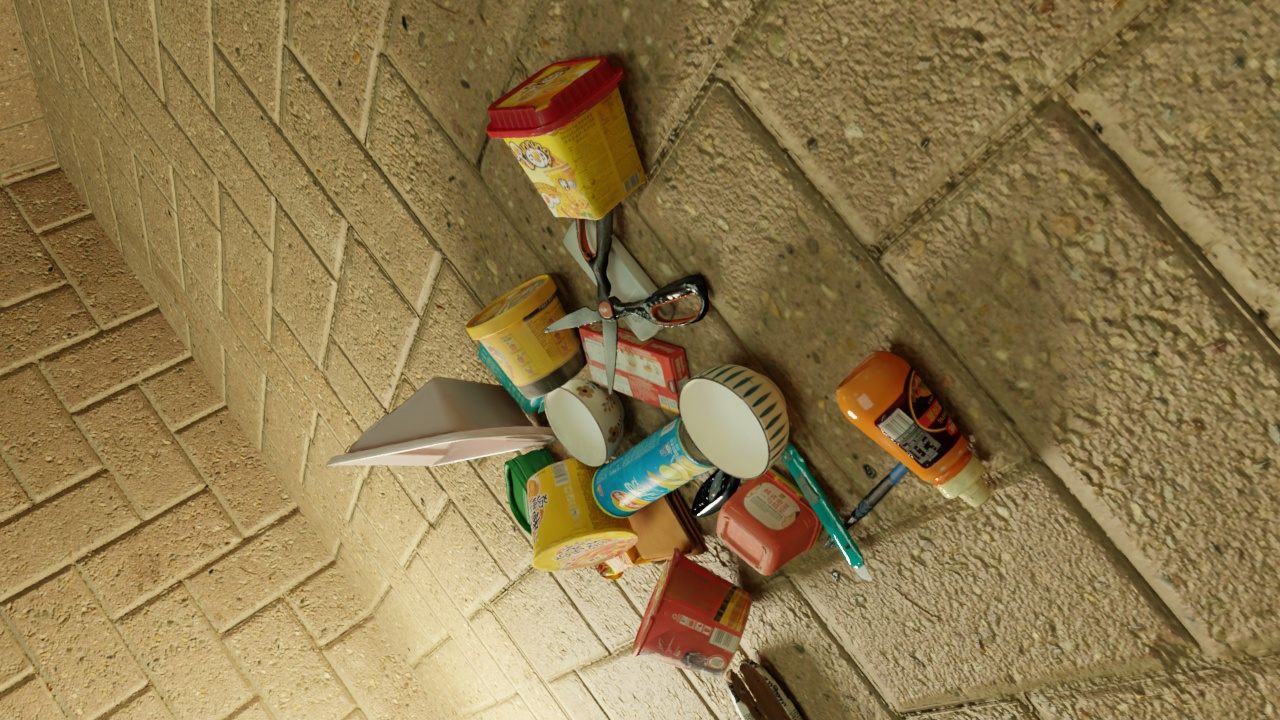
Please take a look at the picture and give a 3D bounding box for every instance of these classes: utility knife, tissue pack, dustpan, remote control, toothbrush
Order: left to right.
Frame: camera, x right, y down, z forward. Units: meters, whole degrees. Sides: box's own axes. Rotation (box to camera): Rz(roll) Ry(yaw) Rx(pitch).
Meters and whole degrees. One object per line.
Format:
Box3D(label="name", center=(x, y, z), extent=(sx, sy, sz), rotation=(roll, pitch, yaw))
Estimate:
Box3D(label="dustpan", center=(-0.258, 0.126, 1.278), extent=(0.274, 0.222, 0.138), rotation=(-42, 67, 21))
Box3D(label="tissue pack", center=(-0.163, 0.000, 1.223), extent=(0.133, 0.050, 0.093), rotation=(47, 148, 15))
Box3D(label="remote control", center=(-0.024, -0.091, 0.986), extent=(0.150, 0.021, 0.058), rotation=(51, 139, 7))
Box3D(label="remote control", center=(0.088, 0.143, 1.015), extent=(0.024, 0.053, 0.137), rotation=(25, 153, -4))
Box3D(label="utility knife", center=(0.180, 0.146, 0.910), extent=(0.166, 0.013, 0.029), rotation=(59, 150, 16))
Box3D(label="toothbrush", center=(0.216, 0.138, 0.876), extent=(0.014, 0.016, 0.190), rotation=(45, 145, 16))

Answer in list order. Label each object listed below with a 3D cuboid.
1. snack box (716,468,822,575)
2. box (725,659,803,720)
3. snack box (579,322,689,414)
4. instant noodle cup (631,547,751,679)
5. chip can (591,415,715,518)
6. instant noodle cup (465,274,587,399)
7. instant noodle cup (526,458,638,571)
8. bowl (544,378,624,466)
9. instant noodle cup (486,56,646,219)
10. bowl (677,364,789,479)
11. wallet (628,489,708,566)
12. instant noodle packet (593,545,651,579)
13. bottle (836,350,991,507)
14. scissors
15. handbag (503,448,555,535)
Box3D(label="snack box", center=(0.131, 0.167, 0.952), extent=(0.091, 0.079, 0.082), rotation=(38, 142, 28))
Box3D(label="box", center=(0.176, 0.455, 1.181), extent=(0.163, 0.082, 0.075), rotation=(55, -179, 1))
Box3D(label="snack box", center=(-0.006, 0.006, 1.045), extent=(0.153, 0.025, 0.075), rotation=(19, 131, 44))
Box3D(label="instant noodle cup", center=(0.063, 0.313, 1.105), extent=(0.108, 0.137, 0.138), rotation=(23, 142, 3))
Box3D(label="chip can", center=(0.021, 0.120, 1.051), extent=(0.071, 0.071, 0.211), rotation=(55, 142, 3))
Box3D(label="instant noodle cup", center=(-0.130, -0.025, 1.106), extent=(0.119, 0.118, 0.114), rotation=(-7, 120, 55))
Box3D(label="instant noodle cup", center=(-0.083, 0.196, 1.180), extent=(0.138, 0.138, 0.109), rotation=(118, 141, -54))
Box3D(label="bowl", center=(-0.059, 0.068, 1.134), extent=(0.113, 0.062, 0.114), rotation=(35, 143, 32))
Box3D(label="instant noodle cup", center=(-0.063, -0.206, 0.870), extent=(0.116, 0.115, 0.124), rotation=(14, 140, 47))
Box3D(label="bowl", center=(0.101, 0.052, 0.906), extent=(0.116, 0.066, 0.117), rotation=(33, 142, 31))
Box3D(label="wallet", center=(0.023, 0.210, 1.178), extent=(0.108, 0.031, 0.132), rotation=(60, 148, 1))
Box3D(label="instant noodle packet", center=(-0.043, 0.255, 1.291), extent=(0.111, 0.044, 0.129), rotation=(53, 147, 2))
Box3D(label="bottle", center=(0.230, 0.062, 0.755), extent=(0.149, 0.066, 0.067), rotation=(46, 147, 3))
Box3D(label="scissors", center=(-0.028, -0.070, 0.964), extent=(0.234, 0.021, 0.221), rotation=(-6, 105, 38))
Box3D(label="handbag", center=(-0.147, 0.201, 1.334), extent=(0.120, 0.068, 0.131), rotation=(51, 151, 46))
